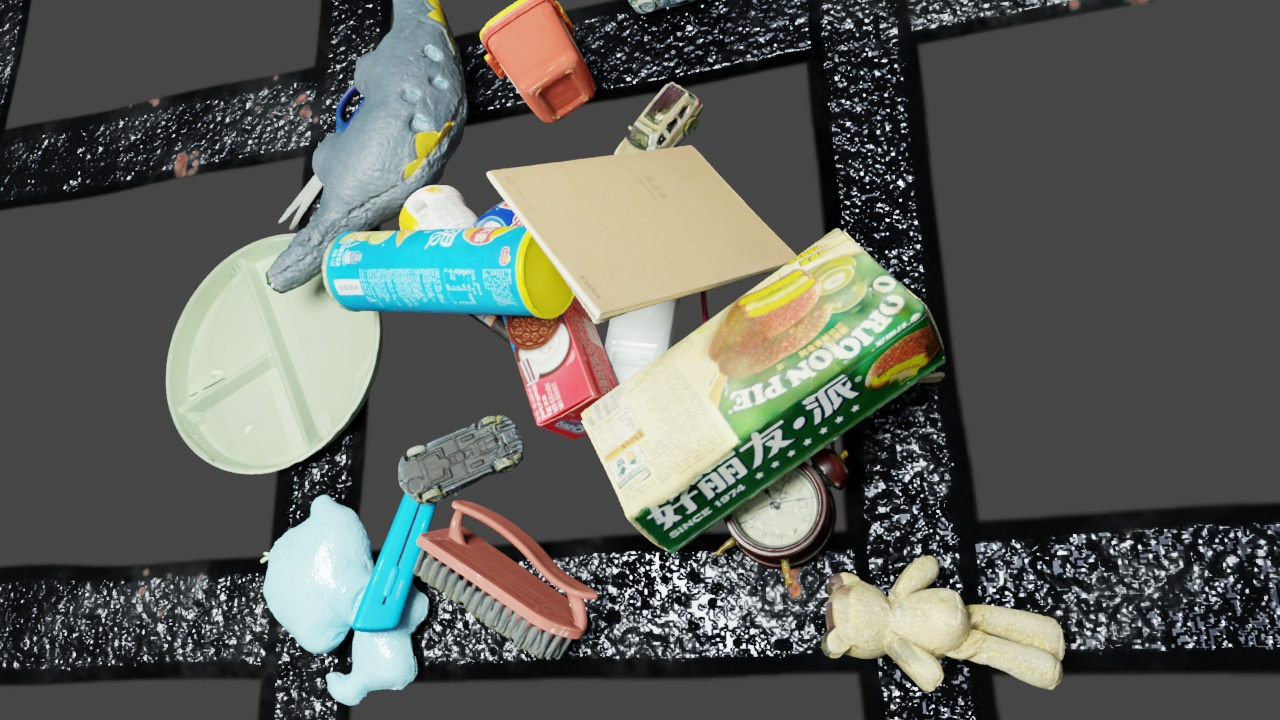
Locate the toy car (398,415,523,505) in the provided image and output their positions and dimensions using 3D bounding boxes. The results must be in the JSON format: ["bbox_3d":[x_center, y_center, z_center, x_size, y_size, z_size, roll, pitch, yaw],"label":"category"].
[{"bbox_3d":[-0.148,0.084,0.761,0.105,0.031,0.049,-22,66,-6],"label":"toy car"}]

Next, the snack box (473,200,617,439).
[{"bbox_3d":[-0.077,-0.040,0.752,0.057,0.058,0.207,-30,62,18],"label":"snack box"}]

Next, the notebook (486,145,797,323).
[{"bbox_3d":[0.007,-0.107,0.704,0.149,0.210,0.012,52,137,23],"label":"notebook"}]

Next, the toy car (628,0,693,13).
[{"bbox_3d":[0.032,-0.341,0.830,0.091,0.034,0.043,-13,74,15],"label":"toy car"}]

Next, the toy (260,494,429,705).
[{"bbox_3d":[-0.248,0.194,0.753,0.156,0.050,0.161,6,77,7],"label":"toy"}]

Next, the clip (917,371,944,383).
[{"bbox_3d":[0.172,0.002,0.690,0.100,0.034,0.070,-14,70,9],"label":"clip"}]

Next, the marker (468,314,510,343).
[{"bbox_3d":[-0.152,-0.051,0.814,0.124,0.015,0.018,34,87,20],"label":"marker"}]

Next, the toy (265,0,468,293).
[{"bbox_3d":[-0.231,-0.214,0.840,0.138,0.091,0.355,16,78,14],"label":"toy"}]

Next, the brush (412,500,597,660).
[{"bbox_3d":[-0.101,0.168,0.708,0.146,0.063,0.069,29,98,21],"label":"brush"}]

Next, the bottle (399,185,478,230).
[{"bbox_3d":[-0.164,-0.102,0.805,0.063,0.063,0.108,-38,69,4],"label":"bottle"}]

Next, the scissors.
[{"bbox_3d":[-0.291,-0.196,0.899,0.126,0.012,0.173,5,78,19],"label":"scissors"}]

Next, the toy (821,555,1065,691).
[{"bbox_3d":[0.203,0.184,0.618,0.157,0.066,0.104,7,44,15],"label":"toy"}]

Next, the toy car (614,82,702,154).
[{"bbox_3d":[0.012,-0.198,0.795,0.042,0.035,0.090,39,91,25],"label":"toy car"}]

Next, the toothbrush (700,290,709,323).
[{"bbox_3d":[0.061,-0.004,0.735,0.017,0.016,0.187,-6,72,5],"label":"toothbrush"}]

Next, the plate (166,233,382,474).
[{"bbox_3d":[-0.337,-0.007,0.850,0.230,0.027,0.230,-4,74,15],"label":"plate"}]

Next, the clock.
[{"bbox_3d":[0.105,0.097,0.670,0.082,0.055,0.121,20,79,21],"label":"clock"}]

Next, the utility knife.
[{"bbox_3d":[-0.191,0.144,0.748,0.034,0.018,0.160,16,59,-5],"label":"utility knife"}]

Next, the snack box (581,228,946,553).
[{"bbox_3d":[0.081,0.019,0.650,0.240,0.063,0.114,-36,43,4],"label":"snack box"}]

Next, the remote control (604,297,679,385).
[{"bbox_3d":[-0.004,0.004,0.748,0.056,0.020,0.136,6,78,20],"label":"remote control"}]

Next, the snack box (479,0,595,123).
[{"bbox_3d":[-0.088,-0.264,0.816,0.082,0.091,0.080,-31,75,7],"label":"snack box"}]

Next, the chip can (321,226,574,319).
[{"bbox_3d":[-0.154,-0.071,0.729,0.211,0.071,0.071,3,75,31],"label":"chip can"}]
